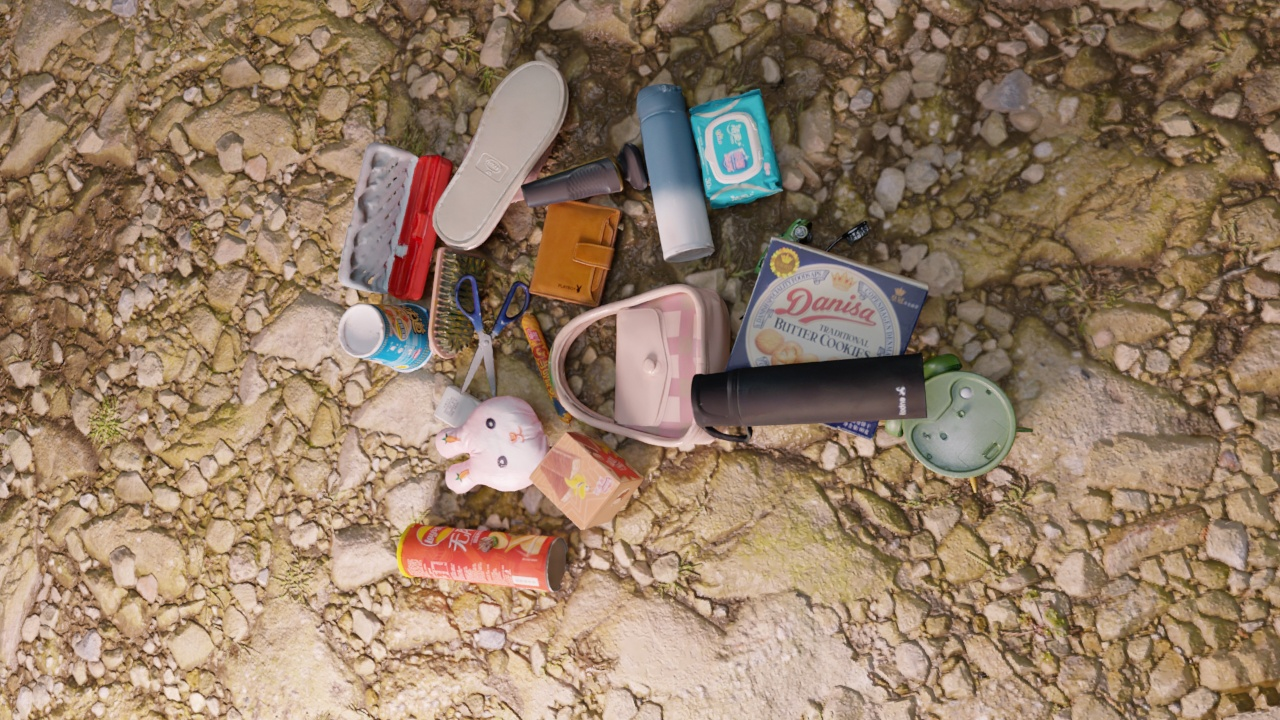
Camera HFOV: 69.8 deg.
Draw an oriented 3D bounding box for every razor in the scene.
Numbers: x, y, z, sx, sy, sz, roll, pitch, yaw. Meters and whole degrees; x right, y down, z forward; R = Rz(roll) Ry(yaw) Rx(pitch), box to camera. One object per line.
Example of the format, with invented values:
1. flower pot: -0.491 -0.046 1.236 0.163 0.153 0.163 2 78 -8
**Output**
1. razor: -0.074 -0.229 1.166 0.168 0.067 0.062 -13 122 12

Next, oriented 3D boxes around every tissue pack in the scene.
1. tissue pack: 0.116 -0.257 1.115 0.093 0.050 0.133 -14 82 18

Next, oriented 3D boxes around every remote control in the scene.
1. remote control: -0.215 0.081 1.222 0.125 0.024 0.049 28 95 19

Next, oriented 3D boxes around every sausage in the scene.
1. sausage: -0.121 0.010 1.195 0.021 0.021 0.165 -26 79 15

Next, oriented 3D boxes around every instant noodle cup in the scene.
1. instant noodle cup: -0.342 -0.036 1.226 0.099 0.109 0.099 -1 86 19

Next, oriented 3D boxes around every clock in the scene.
1. clock: 0.339 0.060 1.018 0.161 0.056 0.116 42 99 16

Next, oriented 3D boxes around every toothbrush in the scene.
1. toothbrush: 0.195 -0.104 1.099 0.189 0.014 0.017 -38 88 13

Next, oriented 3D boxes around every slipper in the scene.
1. slipper: -0.180 -0.267 1.213 0.114 0.054 0.274 28 89 15

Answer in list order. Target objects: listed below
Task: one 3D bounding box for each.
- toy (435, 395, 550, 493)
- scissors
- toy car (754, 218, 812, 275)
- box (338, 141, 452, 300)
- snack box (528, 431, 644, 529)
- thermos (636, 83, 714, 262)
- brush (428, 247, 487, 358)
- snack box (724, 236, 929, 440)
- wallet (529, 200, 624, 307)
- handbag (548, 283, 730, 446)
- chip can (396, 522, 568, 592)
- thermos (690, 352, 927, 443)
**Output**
1. toy: -0.192 0.114 1.173 0.160 0.054 0.121 -22 83 21
2. scissors: -0.205 -0.039 1.204 0.162 0.012 0.162 -45 112 -7
3. toy car: 0.172 -0.130 1.092 0.036 0.043 0.091 39 99 17
4. box: -0.329 -0.186 1.232 0.095 0.100 0.201 15 93 53
5. snack box: -0.065 0.145 1.130 0.094 0.092 0.077 41 99 17
6. thermos: 0.041 -0.233 1.134 0.070 0.070 0.220 -13 82 17
7. brush: -0.252 -0.075 1.228 0.073 0.063 0.145 10 93 48
8. snack box: 0.203 -0.027 1.025 0.178 0.045 0.182 20 101 15
9. wallet: -0.077 -0.139 1.186 0.119 0.035 0.130 13 91 25
10. handbag: -0.007 0.007 1.132 0.235 0.093 0.193 0 86 26
11. chip can: -0.204 0.253 1.182 0.217 0.073 0.073 1 87 19
12. thermos: 0.181 0.043 0.986 0.243 0.068 0.090 -5 126 19
